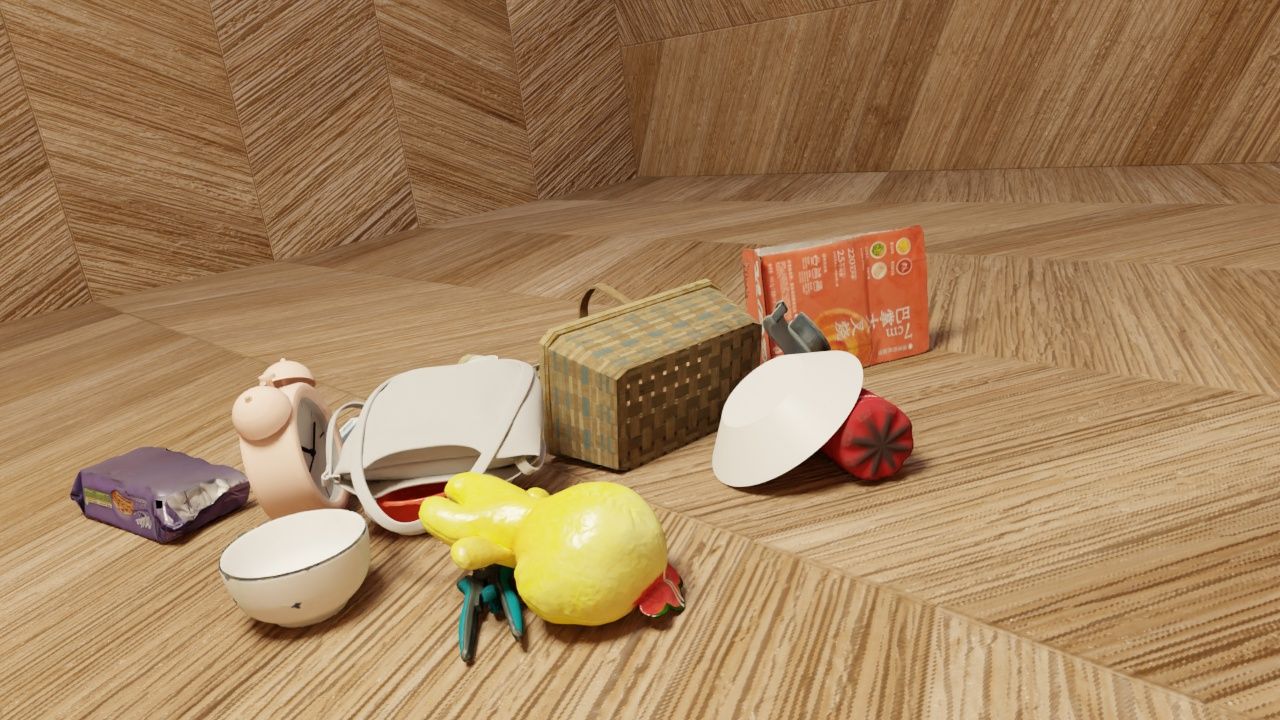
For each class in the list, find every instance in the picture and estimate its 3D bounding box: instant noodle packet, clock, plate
[{"bbox_3d":[0.245,-0.068,1.109,0.221,0.164,0.084,-10,15,-6],"label":"instant noodle packet"},{"bbox_3d":[-0.333,0.089,0.861,0.086,0.160,0.131,-9,17,-3],"label":"clock"},{"bbox_3d":[0.126,0.040,0.871,0.174,0.036,0.173,-37,20,16],"label":"plate"}]

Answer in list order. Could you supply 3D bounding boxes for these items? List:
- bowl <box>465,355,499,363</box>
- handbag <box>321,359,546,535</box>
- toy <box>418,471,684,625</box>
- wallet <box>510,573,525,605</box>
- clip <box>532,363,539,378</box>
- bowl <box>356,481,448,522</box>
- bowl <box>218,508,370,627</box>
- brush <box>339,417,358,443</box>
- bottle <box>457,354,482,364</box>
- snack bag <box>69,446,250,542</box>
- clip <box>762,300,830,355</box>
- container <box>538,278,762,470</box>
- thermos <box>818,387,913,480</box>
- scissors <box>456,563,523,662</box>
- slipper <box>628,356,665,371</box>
[{"bbox_3d":[-0.209,0.048,1.090,0.118,0.062,0.118,-23,15,6],"label":"bowl"},{"bbox_3d":[-0.191,0.089,0.832,0.216,0.096,0.222,-7,29,7],"label":"handbag"},{"bbox_3d":[-0.064,0.132,0.691,0.208,0.092,0.133,9,26,18],"label":"toy"},{"bbox_3d":[-0.059,0.160,0.759,0.120,0.013,0.087,-18,21,-23],"label":"wallet"},{"bbox_3d":[-0.119,0.018,1.170,0.057,0.054,0.101,35,28,16],"label":"clip"},{"bbox_3d":[-0.202,0.127,0.877,0.130,0.045,0.130,-7,17,2],"label":"bowl"},{"bbox_3d":[-0.271,0.171,0.735,0.113,0.063,0.113,-7,16,2],"label":"bowl"},{"bbox_3d":[-0.303,0.096,1.005,0.075,0.055,0.135,-2,18,4],"label":"brush"},{"bbox_3d":[-0.198,0.015,1.187,0.043,0.043,0.111,-20,17,-34],"label":"bottle"},{"bbox_3d":[-0.509,0.135,0.969,0.206,0.058,0.096,3,19,34],"label":"snack bag"},{"bbox_3d":[0.186,-0.004,0.984,0.106,0.163,0.027,37,83,29],"label":"clip"},{"bbox_3d":[-0.006,0.006,1.011,0.249,0.158,0.186,-20,32,-35],"label":"container"},{"bbox_3d":[0.182,0.047,0.917,0.073,0.073,0.240,-12,16,-12],"label":"thermos"},{"bbox_3d":[-0.113,0.177,0.699,0.150,0.019,0.130,-3,27,37],"label":"scissors"},{"bbox_3d":[-0.036,-0.009,1.215,0.190,0.091,0.082,-13,-25,-48],"label":"slipper"}]
